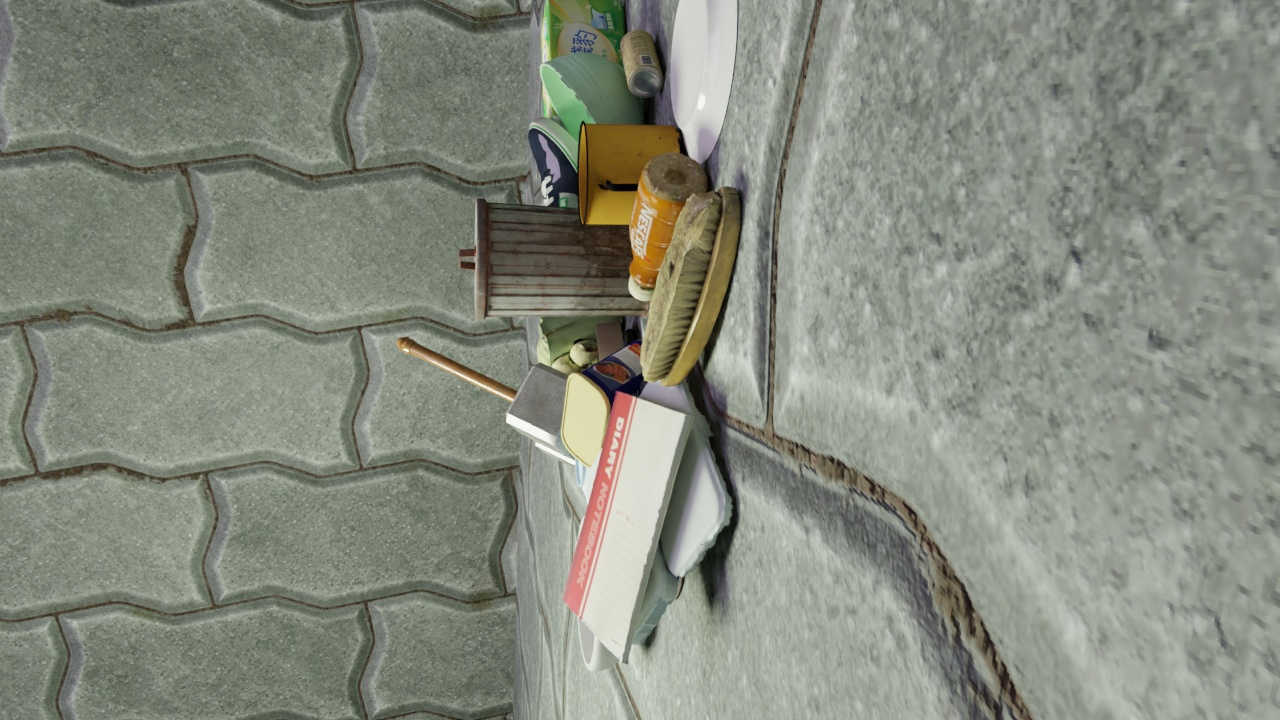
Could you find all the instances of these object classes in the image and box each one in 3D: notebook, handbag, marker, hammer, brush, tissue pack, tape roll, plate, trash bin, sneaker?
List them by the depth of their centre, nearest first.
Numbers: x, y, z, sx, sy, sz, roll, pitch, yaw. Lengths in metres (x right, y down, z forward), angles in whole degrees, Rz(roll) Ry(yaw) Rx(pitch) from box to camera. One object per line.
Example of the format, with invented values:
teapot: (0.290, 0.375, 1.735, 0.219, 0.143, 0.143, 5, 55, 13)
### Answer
brush: (0.039, -0.056, 0.754, 0.059, 0.043, 0.196, -105, 25, -47)
plate: (0.049, -0.268, 0.802, 0.189, 0.016, 0.188, 180, 91, -79)
notebook: (-0.016, 0.137, 0.810, 0.153, 0.012, 0.208, 14, 89, 65)
trash bin: (-0.092, -0.108, 1.006, 0.131, 0.211, 0.131, 180, 91, -79)
marker: (-0.006, 0.006, 1.062, 0.021, 0.017, 0.123, 43, -156, -36)
tape roll: (-0.033, 0.000, 1.116, 0.093, 0.030, 0.093, 141, 121, -90)
sneaker: (-0.093, -0.189, 1.118, 0.235, 0.079, 0.084, 63, 158, 9)
hammer: (-0.194, 0.033, 1.193, 0.082, 0.318, 0.163, -62, -22, -12)
tissue pack: (-0.080, -0.364, 1.227, 0.142, 0.120, 0.197, 124, 151, -68)
handbag: (-0.079, -0.009, 1.244, 0.187, 0.113, 0.117, 116, 139, -72)

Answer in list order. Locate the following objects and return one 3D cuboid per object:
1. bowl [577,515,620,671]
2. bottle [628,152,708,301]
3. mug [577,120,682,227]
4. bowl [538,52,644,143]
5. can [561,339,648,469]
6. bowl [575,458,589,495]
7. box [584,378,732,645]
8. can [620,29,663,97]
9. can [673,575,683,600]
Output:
bowl: (-0.031, 0.264, 1.057, 0.177, 0.066, 0.176, 180, 91, -79)
bottle: (0.017, -0.115, 0.847, 0.167, 0.059, 0.059, 107, 160, -56)
mug: (-0.009, -0.177, 0.886, 0.123, 0.094, 0.101, -113, 24, -68)
bowl: (-0.045, -0.295, 1.062, 0.151, 0.077, 0.151, 53, 173, 9)
can: (-0.026, 0.043, 0.945, 0.056, 0.092, 0.116, 39, 140, 26)
bowl: (-0.036, 0.114, 1.067, 0.151, 0.074, 0.150, 179, 91, -79)
box: (0.007, 0.121, 0.817, 0.189, 0.037, 0.208, -62, 28, 33)
can: (0.001, -0.322, 0.990, 0.038, 0.038, 0.079, 102, 164, -47)
can: (0.009, 0.174, 0.918, 0.130, 0.044, 0.130, 180, 91, -79)
